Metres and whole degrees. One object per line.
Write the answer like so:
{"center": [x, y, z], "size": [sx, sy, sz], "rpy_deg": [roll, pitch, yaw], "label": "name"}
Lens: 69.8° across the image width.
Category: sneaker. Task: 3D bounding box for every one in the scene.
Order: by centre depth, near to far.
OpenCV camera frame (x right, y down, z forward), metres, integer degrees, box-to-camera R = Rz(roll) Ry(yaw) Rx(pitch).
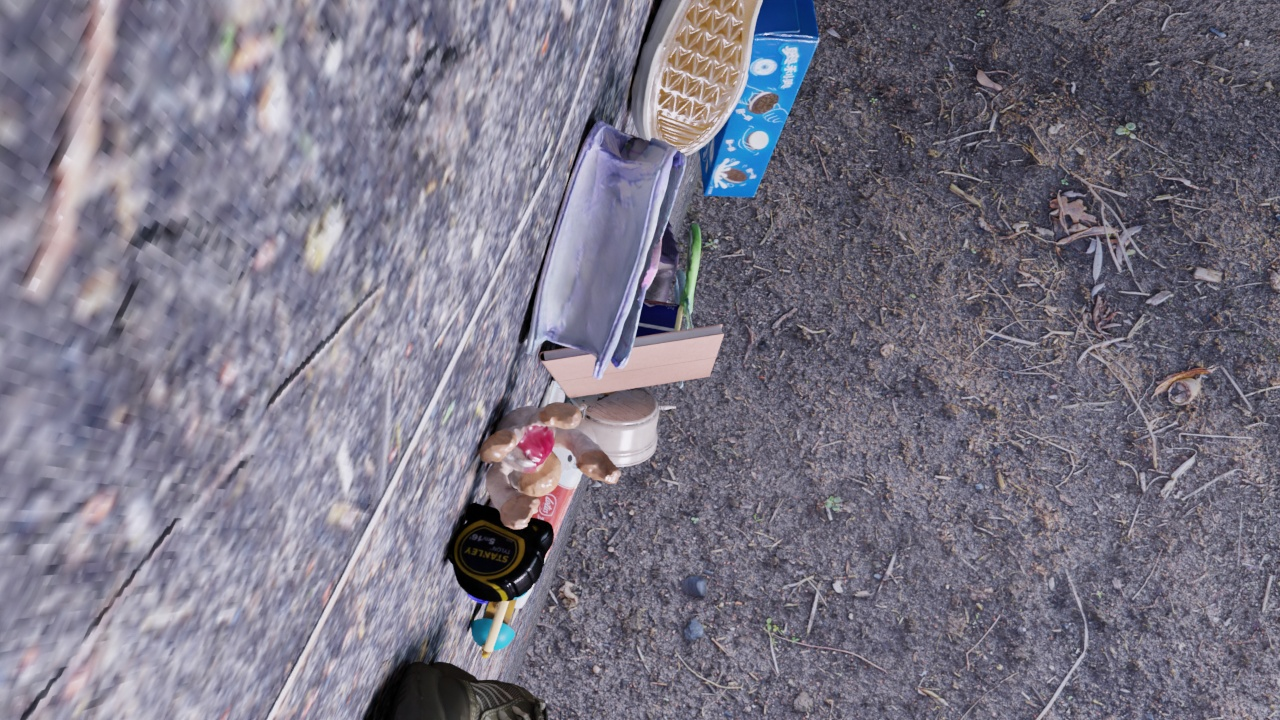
{"center": [-0.102, 0.272, 0.620], "size": [0.238, 0.143, 0.101], "rpy_deg": [103, 8, -76], "label": "sneaker"}
{"center": [0.045, -0.269, 0.676], "size": [0.079, 0.087, 0.236], "rpy_deg": [57, -47, 46], "label": "sneaker"}

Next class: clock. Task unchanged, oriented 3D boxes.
{"center": [-0.135, 0.230, 0.908], "size": [0.129, 0.043, 0.099], "rpy_deg": [-98, -153, -78], "label": "clock"}
{"center": [-0.042, 0.062, 0.923], "size": [0.156, 0.103, 0.061], "rpy_deg": [-27, 136, -48], "label": "clock"}

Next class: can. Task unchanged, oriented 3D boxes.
{"center": [-0.008, -0.034, 0.892], "size": [0.116, 0.092, 0.056], "rpy_deg": [-59, 159, -83], "label": "can"}

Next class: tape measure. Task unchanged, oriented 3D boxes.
{"center": [-0.094, 0.130, 0.608], "size": [0.034, 0.062, 0.061], "rpy_deg": [83, 25, -50], "label": "tape measure"}

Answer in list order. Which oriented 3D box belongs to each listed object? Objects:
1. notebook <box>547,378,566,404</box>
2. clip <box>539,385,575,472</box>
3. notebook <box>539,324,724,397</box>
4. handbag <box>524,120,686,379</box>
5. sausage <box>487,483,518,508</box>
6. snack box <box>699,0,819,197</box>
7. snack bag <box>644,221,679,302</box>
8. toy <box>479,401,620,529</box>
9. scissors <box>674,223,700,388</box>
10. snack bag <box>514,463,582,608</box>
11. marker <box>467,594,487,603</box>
{"center": [-0.084, 0.050, 0.987], "size": [0.252, 0.009, 0.181], "rpy_deg": [-67, 176, -66], "label": "notebook"}
{"center": [-0.079, 0.079, 0.824], "size": [0.055, 0.045, 0.101], "rpy_deg": [43, 62, -52], "label": "clip"}
{"center": [-0.005, 0.005, 0.799], "size": [0.209, 0.141, 0.008], "rpy_deg": [82, -1, -80], "label": "notebook"}
{"center": [-0.020, -0.076, 0.621], "size": [0.126, 0.069, 0.159], "rpy_deg": [-72, 179, -78], "label": "handbag"}
{"center": [-0.099, 0.090, 0.742], "size": [0.154, 0.020, 0.020], "rpy_deg": [-69, 178, -50], "label": "sausage"}
{"center": [0.093, -0.291, 0.832], "size": [0.239, 0.056, 0.195], "rpy_deg": [107, -20, -68], "label": "snack box"}
{"center": [0.006, -0.105, 1.040], "size": [0.205, 0.058, 0.096], "rpy_deg": [-86, -166, -70], "label": "snack bag"}
{"center": [-0.076, 0.072, 0.616], "size": [0.085, 0.074, 0.106], "rpy_deg": [-37, -173, -22], "label": "toy"}
{"center": [0.049, -0.056, 0.953], "size": [0.172, 0.023, 0.171], "rpy_deg": [-133, -131, -75], "label": "scissors"}
{"center": [-0.104, 0.172, 1.012], "size": [0.077, 0.041, 0.226], "rpy_deg": [-67, 179, -60], "label": "snack bag"}
{"center": [-0.119, 0.148, 0.821], "size": [0.020, 0.020, 0.141], "rpy_deg": [107, 3, -58], "label": "marker"}
